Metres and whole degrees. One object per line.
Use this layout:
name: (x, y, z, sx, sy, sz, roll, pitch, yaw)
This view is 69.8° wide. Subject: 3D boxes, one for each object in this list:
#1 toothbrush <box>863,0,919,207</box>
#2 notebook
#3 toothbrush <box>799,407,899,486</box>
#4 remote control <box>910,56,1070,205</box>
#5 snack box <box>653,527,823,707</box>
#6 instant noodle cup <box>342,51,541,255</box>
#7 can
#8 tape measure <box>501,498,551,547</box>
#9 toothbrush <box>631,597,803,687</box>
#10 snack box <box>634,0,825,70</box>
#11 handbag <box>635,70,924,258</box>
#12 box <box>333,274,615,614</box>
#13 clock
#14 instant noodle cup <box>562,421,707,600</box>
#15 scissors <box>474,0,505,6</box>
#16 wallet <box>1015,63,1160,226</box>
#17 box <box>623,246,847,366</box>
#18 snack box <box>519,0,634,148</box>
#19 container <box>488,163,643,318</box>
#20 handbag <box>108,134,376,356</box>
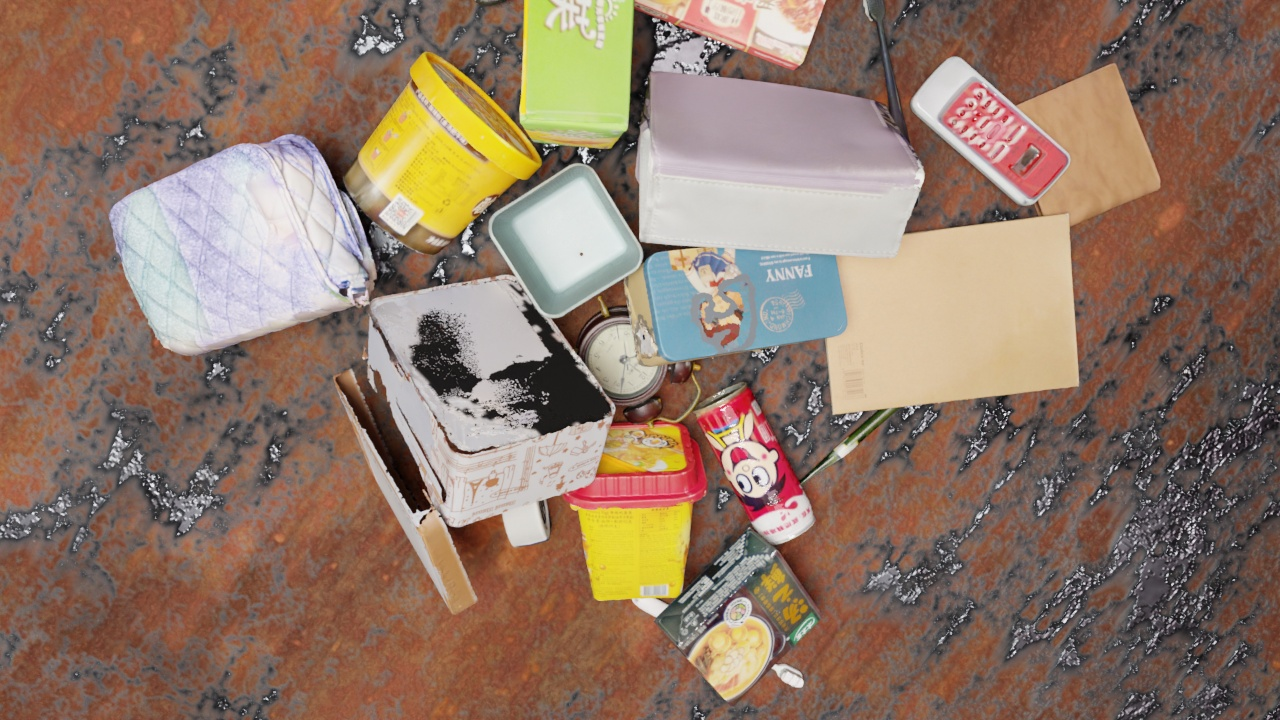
toothbrush: (0.209, -0.215, 0.762, 0.015, 0.018, 0.181, -17, 103, -6)
notebook: (0.262, -0.038, 0.784, 0.211, 0.012, 0.149, -7, 99, 4)
toothbrush: (0.189, 0.075, 0.815, 0.186, 0.012, 0.017, -43, 105, 5)
remote control: (0.289, -0.189, 0.758, 0.136, 0.020, 0.056, 41, 101, -2)
snack box: (0.088, 0.222, 0.781, 0.113, 0.053, 0.126, -42, 123, -9)
instant noodle cup: (-0.156, -0.153, 0.708, 0.118, 0.118, 0.114, 44, 103, -9)
can: (0.098, 0.088, 0.784, 0.053, 0.053, 0.133, -28, 93, 2)
tape measure: (-0.099, 0.125, 0.783, 0.033, 0.066, 0.066, -13, 101, 1)
toothbrush: (0.071, 0.256, 0.840, 0.180, 0.016, 0.016, 29, 95, -7)
snack box: (0.070, -0.296, 0.734, 0.153, 0.025, 0.075, 19, 98, -6)
handbag: (0.097, -0.151, 0.708, 0.197, 0.144, 0.099, 5, 138, -4)
box: (-0.137, 0.071, 0.714, 0.156, 0.183, 0.194, -15, 138, -30)
clock: (-0.005, 0.004, 0.770, 0.122, 0.055, 0.082, 38, 96, -6)
instant noodle cup: (-0.005, 0.128, 0.771, 0.116, 0.116, 0.124, -3, 112, -2)
scissors: (-0.123, -0.374, 0.668, 0.211, 0.021, 0.222, 7, 126, 13)
wallet: (0.372, -0.177, 0.774, 0.101, 0.020, 0.115, -23, 98, 2)
box: (0.081, -0.048, 0.736, 0.184, 0.060, 0.090, -11, 88, -20)
snack box: (-0.044, -0.235, 0.646, 0.070, 0.210, 0.158, 2, 100, -5)
container: (-0.057, -0.097, 0.721, 0.090, 0.111, 0.090, -31, 101, 3)
handbag: (-0.301, -0.085, 0.697, 0.194, 0.075, 0.134, -12, 103, 28)
